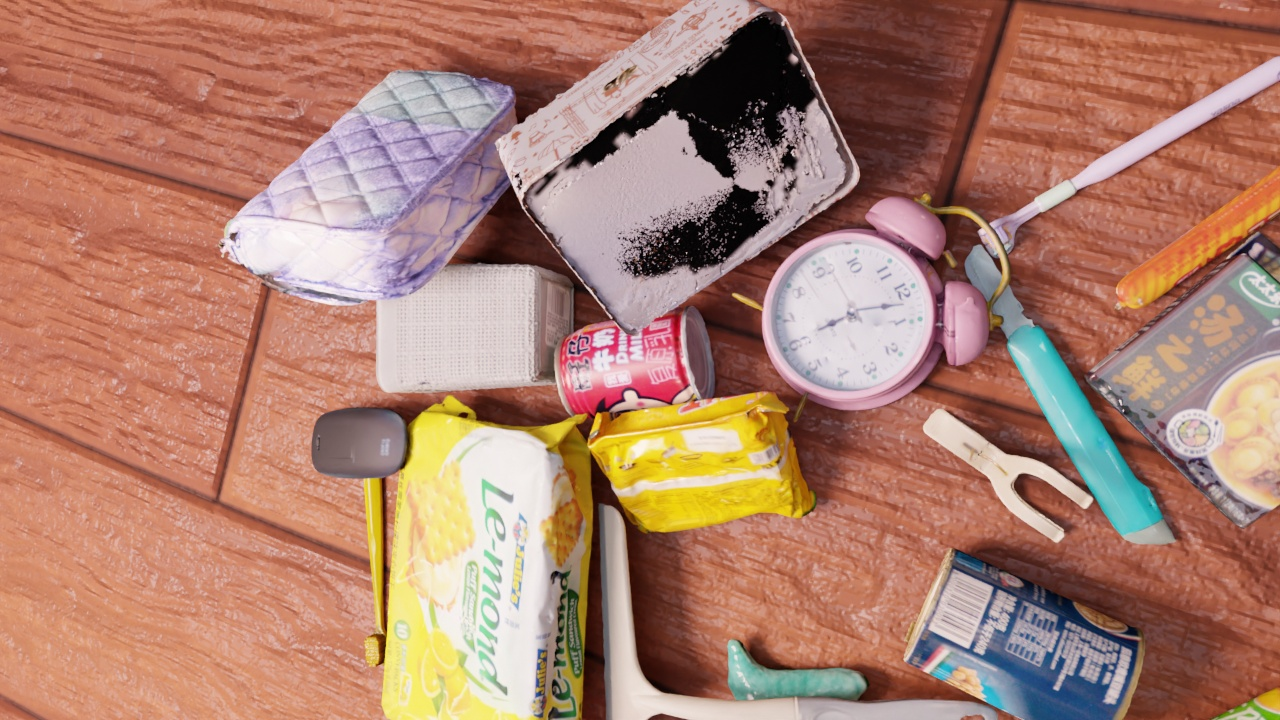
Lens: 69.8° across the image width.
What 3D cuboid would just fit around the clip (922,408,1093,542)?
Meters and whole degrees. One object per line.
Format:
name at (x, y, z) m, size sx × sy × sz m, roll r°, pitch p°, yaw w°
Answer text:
clip at (0.215, 0.065, 0.537) m, size 0.104 × 0.083 × 0.035 m, roll 37°, pitch 100°, yaw 5°

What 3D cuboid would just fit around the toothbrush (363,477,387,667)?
toothbrush at (-0.207, 0.139, 0.707) m, size 0.016 × 0.016 × 0.190 m, roll -4°, pitch 87°, yaw 18°

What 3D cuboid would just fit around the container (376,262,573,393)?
container at (-0.111, -0.022, 0.642) m, size 0.114 × 0.090 × 0.090 m, roll 0°, pitch 89°, yaw 16°

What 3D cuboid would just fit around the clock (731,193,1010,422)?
clock at (0.147, -0.035, 0.568) m, size 0.159 × 0.059 × 0.117 m, roll -28°, pitch 81°, yaw 15°

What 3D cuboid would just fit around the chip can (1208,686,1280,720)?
chip can at (0.318, 0.232, 0.495) m, size 0.222 × 0.072 × 0.072 m, roll -35°, pitch 78°, yaw 15°

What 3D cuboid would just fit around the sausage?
sausage at (0.342, -0.082, 0.522) m, size 0.165 × 0.021 × 0.021 m, roll -39°, pitch 77°, yaw 14°

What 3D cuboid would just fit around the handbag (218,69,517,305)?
handbag at (-0.168, -0.119, 0.618) m, size 0.134 × 0.193 × 0.076 m, roll 12°, pitch 137°, yaw 20°

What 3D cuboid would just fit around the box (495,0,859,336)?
box at (0.017, -0.140, 0.592) m, size 0.182 × 0.153 × 0.178 m, roll -34°, pitch 39°, yaw 6°

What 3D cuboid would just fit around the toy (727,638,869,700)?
toy at (0.104, 0.225, 0.592) m, size 0.092 × 0.030 × 0.096 m, roll -10°, pitch 89°, yaw 21°

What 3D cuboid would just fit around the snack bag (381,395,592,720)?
snack bag at (-0.101, 0.151, 0.625) m, size 0.158 × 0.068 × 0.246 m, roll 5°, pitch 91°, yaw 41°

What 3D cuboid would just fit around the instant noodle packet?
instant noodle packet at (0.041, 0.065, 0.587) m, size 0.129 × 0.111 × 0.044 m, roll -9°, pitch 42°, yaw 20°

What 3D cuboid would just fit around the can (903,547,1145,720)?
can at (0.217, 0.164, 0.530) m, size 0.111 × 0.075 × 0.075 m, roll 23°, pitch 96°, yaw 19°

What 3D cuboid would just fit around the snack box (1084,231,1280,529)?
snack box at (0.339, 0.009, 0.509) m, size 0.126 × 0.053 × 0.113 m, roll -46°, pitch 75°, yaw 18°

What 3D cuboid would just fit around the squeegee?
squeegee at (0.088, 0.215, 0.561) m, size 0.247 × 0.039 × 0.246 m, roll -2°, pitch 89°, yaw 17°

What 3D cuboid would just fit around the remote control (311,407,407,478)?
remote control at (-0.216, 0.061, 0.680) m, size 0.137 × 0.024 × 0.053 m, roll -6°, pitch 81°, yaw 45°

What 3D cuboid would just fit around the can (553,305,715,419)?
can at (-0.004, 0.004, 0.615) m, size 0.094 × 0.066 × 0.066 m, roll -10°, pitch 85°, yaw 18°

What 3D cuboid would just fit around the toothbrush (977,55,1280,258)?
toothbrush at (0.290, -0.121, 0.542) m, size 0.189 × 0.029 × 0.021 m, roll -32°, pitch 41°, yaw 14°

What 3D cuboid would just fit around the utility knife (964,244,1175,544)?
utility knife at (0.254, 0.020, 0.553) m, size 0.029 × 0.013 × 0.207 m, roll -31°, pitch 82°, yaw 18°
